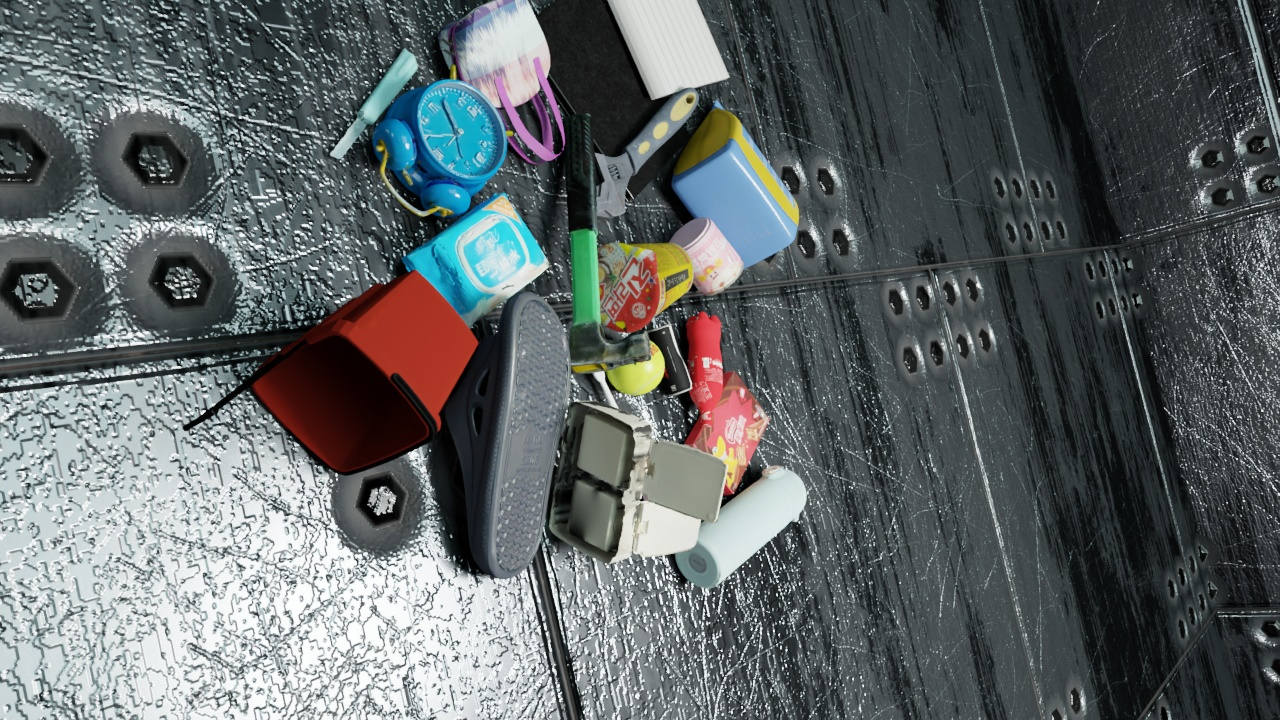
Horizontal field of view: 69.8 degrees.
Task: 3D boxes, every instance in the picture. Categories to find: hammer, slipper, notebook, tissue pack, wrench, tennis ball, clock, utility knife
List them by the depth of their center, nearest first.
[{"bbox_3d":[-0.131,0.068,0.870,0.110,0.083,0.268,7,90,-62],"label":"slipper"},{"bbox_3d":[-0.251,-0.244,0.872,0.022,0.015,0.158,43,50,-28],"label":"utility knife"},{"bbox_3d":[-0.194,-0.202,0.887,0.117,0.060,0.161,46,52,-27],"label":"clock"},{"bbox_3d":[-0.156,-0.095,0.894,0.144,0.062,0.093,-47,113,-42],"label":"tissue pack"},{"bbox_3d":[-0.062,-0.133,0.981,0.032,0.130,0.318,54,28,-60],"label":"hammer"},{"bbox_3d":[-0.006,0.006,1.015,0.065,0.065,0.065,15,68,-42],"label":"tennis ball"},{"bbox_3d":[0.004,-0.258,1.107,0.073,0.022,0.272,53,50,-20],"label":"wrench"},{"bbox_3d":[-0.037,-0.331,1.114,0.231,0.019,0.168,54,48,-20],"label":"notebook"},{"bbox_3d":[0.040,-0.425,1.206,0.209,0.009,0.142,-35,103,-51],"label":"notebook"}]

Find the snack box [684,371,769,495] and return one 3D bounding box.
[{"bbox_3d":[0.109,0.089,1.139,0.089,0.021,0.132,51,48,-22],"label":"snack box"}]

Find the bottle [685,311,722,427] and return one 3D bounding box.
[{"bbox_3d":[0.078,0.011,1.111,0.042,0.042,0.141,18,63,-41],"label":"bottle"}]

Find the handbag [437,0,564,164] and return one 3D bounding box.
[{"bbox_3d":[-0.134,-0.292,0.979,0.144,0.068,0.170,-46,118,-43],"label":"handbag"}]

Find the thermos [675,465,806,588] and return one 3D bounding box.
[{"bbox_3d":[0.126,0.194,1.096,0.206,0.065,0.078,-27,105,-46],"label":"thermos"}]

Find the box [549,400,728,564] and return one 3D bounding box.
[{"bbox_3d":[0.005,0.125,0.898,0.100,0.187,0.145,-13,117,-61],"label":"box"}]

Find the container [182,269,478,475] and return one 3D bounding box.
[{"bbox_3d":[-0.234,0.028,0.719,0.127,0.148,0.200,52,39,-20],"label":"container"}]

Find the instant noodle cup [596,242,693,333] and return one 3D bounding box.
[{"bbox_3d":[0.004,-0.092,1.043,0.112,0.101,0.100,-27,98,-57],"label":"instant noodle cup"}]

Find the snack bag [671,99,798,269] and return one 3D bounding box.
[{"bbox_3d":[0.131,-0.243,1.212,0.159,0.102,0.204,48,32,-25],"label":"snack bag"}]

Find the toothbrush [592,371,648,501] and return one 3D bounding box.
[{"bbox_3d":[-0.007,0.100,1.016,0.027,0.026,0.222,-27,99,-17],"label":"toothbrush"}]

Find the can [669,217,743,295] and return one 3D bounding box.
[{"bbox_3d":[0.080,-0.130,1.140,0.076,0.067,0.067,48,49,-26],"label":"can"}]

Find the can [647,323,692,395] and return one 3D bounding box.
[{"bbox_3d":[0.034,-0.001,1.082,0.031,0.032,0.080,-23,95,-46],"label":"can"}]
